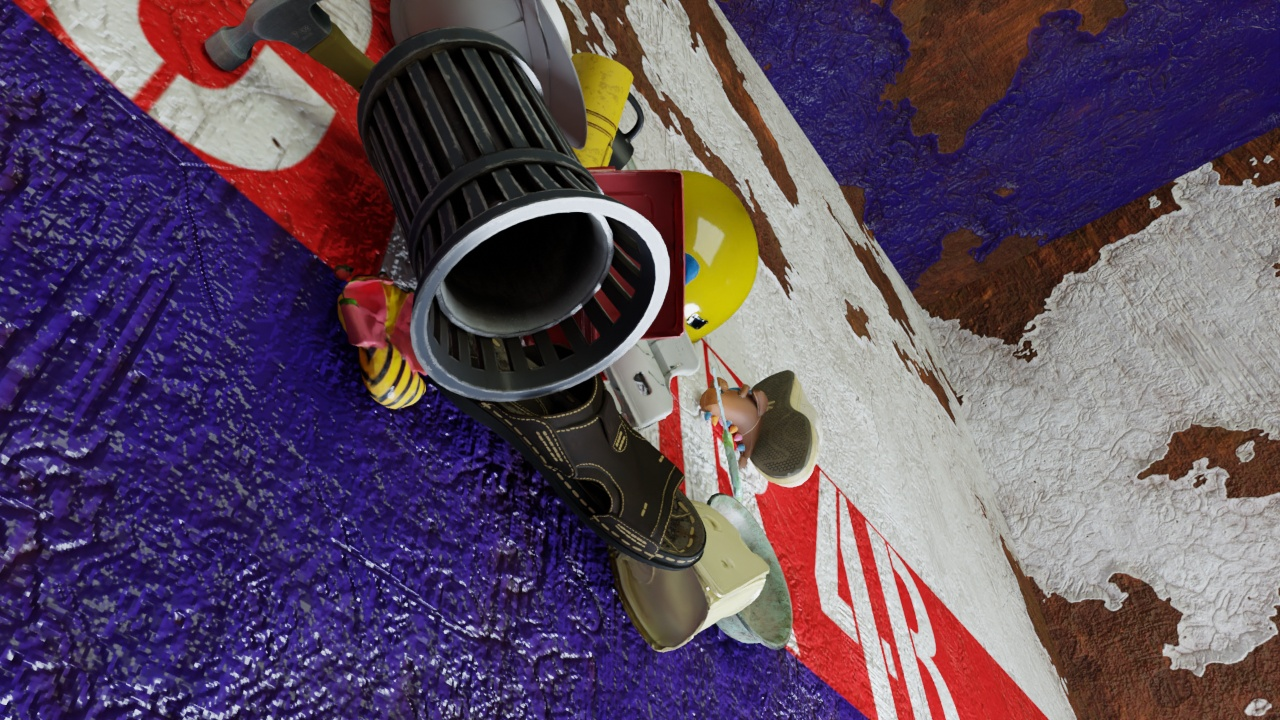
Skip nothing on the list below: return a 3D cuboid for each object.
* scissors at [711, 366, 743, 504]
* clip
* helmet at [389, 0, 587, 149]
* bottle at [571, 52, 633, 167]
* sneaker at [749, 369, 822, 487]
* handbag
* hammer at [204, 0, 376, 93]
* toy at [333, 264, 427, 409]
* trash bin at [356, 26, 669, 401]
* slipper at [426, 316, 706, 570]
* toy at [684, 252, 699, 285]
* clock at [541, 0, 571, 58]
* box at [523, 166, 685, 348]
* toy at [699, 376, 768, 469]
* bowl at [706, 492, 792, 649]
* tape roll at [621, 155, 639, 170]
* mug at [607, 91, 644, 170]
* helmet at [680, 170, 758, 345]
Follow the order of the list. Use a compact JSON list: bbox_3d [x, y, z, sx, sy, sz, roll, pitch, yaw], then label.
[{"bbox_3d":[0.096,0.087,0.992,0.173,0.022,0.171,-78,155,-67],"label":"scissors"},{"bbox_3d":[-0.005,0.005,0.914,0.142,0.073,0.124,-13,77,-56],"label":"clip"},{"bbox_3d":[-0.162,-0.297,0.858,0.271,0.117,0.184,60,-14,6],"label":"helmet"},{"bbox_3d":[-0.064,-0.232,0.968,0.071,0.071,0.163,23,83,-56],"label":"bottle"},{"bbox_3d":[0.192,0.106,1.182,0.102,0.089,0.241,61,17,-21],"label":"sneaker"},{"bbox_3d":[0.035,0.171,0.768,0.111,0.081,0.119,54,22,18],"label":"handbag"},{"bbox_3d":[-0.168,-0.182,0.735,0.333,0.118,0.025,36,30,-55],"label":"hammer"},{"bbox_3d":[-0.169,-0.019,0.610,0.084,0.046,0.103,25,46,-71],"label":"toy"},{"bbox_3d":[-0.102,-0.111,0.629,0.164,0.164,0.227,32,23,-50],"label":"trash bin"},{"bbox_3d":[-0.045,0.049,0.677,0.268,0.076,0.112,42,31,-6],"label":"slipper"},{"bbox_3d":[-0.016,-0.088,0.949,0.176,0.113,0.071,24,28,-42],"label":"toy"},{"bbox_3d":[-0.123,-0.361,0.987,0.125,0.072,0.161,59,-14,-6],"label":"clock"},{"bbox_3d":[-0.022,-0.090,0.799,0.168,0.154,0.157,-12,106,-38],"label":"box"},{"bbox_3d":[0.106,0.075,1.092,0.090,0.071,0.103,18,69,-41],"label":"toy"},{"bbox_3d":[0.092,0.209,0.894,0.157,0.039,0.157,46,27,-32],"label":"bowl"},{"bbox_3d":[-0.031,-0.274,1.235,0.093,0.013,0.092,47,26,-31],"label":"tape roll"},{"bbox_3d":[-0.050,-0.264,1.050,0.088,0.114,0.078,48,17,-28],"label":"mug"},{"bbox_3d":[0.067,-0.135,1.113,0.209,0.140,0.239,50,26,-25],"label":"helmet"}]
